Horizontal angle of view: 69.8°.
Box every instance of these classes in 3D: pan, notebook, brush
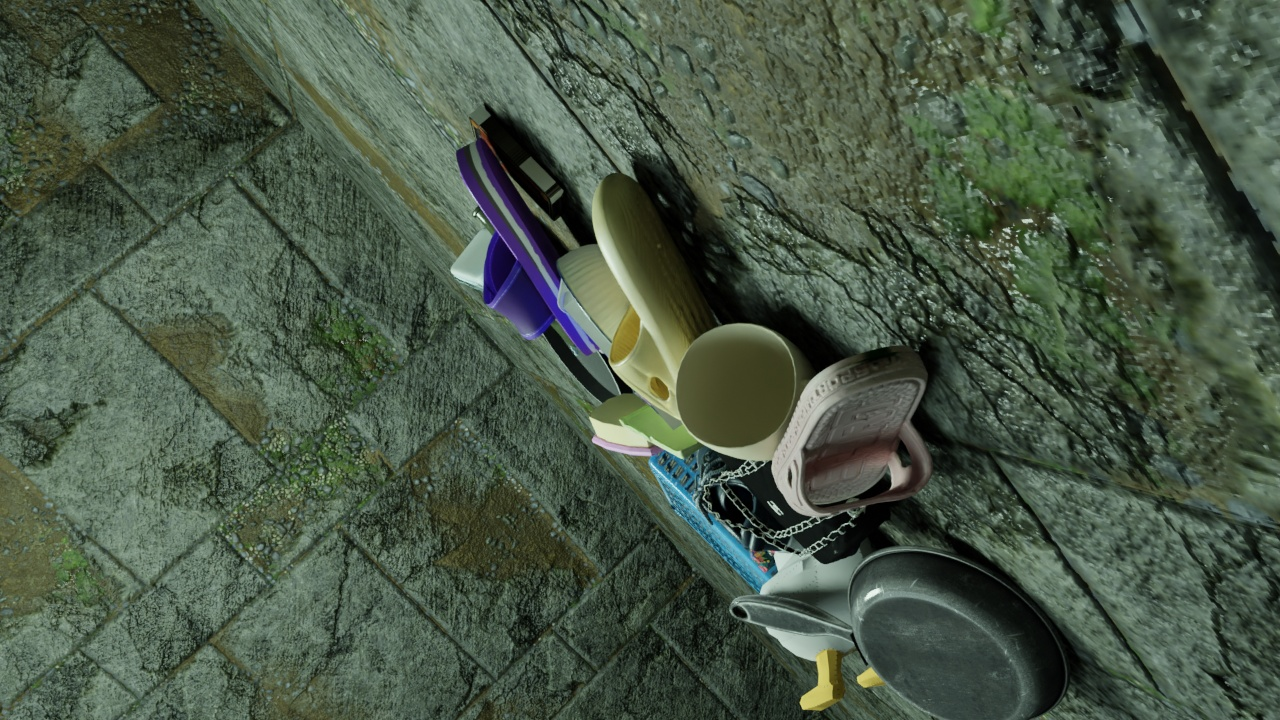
[{"bbox_3d":[0.203,0.247,0.833,0.358,0.055,0.187,-13,111,47],"label":"pan"},{"bbox_3d":[-0.022,-0.030,0.961,0.171,0.022,0.209,48,-170,-15],"label":"notebook"},{"bbox_3d":[-0.067,-0.023,1.291,0.225,0.034,0.357,56,164,-11],"label":"pan"},{"bbox_3d":[0.032,0.089,1.183,0.229,0.089,0.043,8,120,42],"label":"brush"}]

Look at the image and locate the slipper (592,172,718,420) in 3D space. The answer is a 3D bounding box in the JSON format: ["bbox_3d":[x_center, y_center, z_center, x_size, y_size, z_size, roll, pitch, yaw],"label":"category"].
[{"bbox_3d":[0.009,-0.033,0.758,0.111,0.079,0.261,-75,-35,-48],"label":"slipper"}]

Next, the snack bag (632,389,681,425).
[{"bbox_3d":[-0.006,0.006,1.003,0.074,0.018,0.155,42,-169,-40],"label":"snack bag"}]

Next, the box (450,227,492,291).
[{"bbox_3d":[-0.221,-0.149,1.313,0.216,0.122,0.083,21,129,59],"label":"box"}]

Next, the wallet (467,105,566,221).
[{"bbox_3d":[-0.124,-0.199,0.935,0.123,0.019,0.072,46,170,5],"label":"wallet"}]

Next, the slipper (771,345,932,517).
[{"bbox_3d":[0.144,0.068,0.616,0.239,0.094,0.064,78,176,-64],"label":"slipper"}]

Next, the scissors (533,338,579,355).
[{"bbox_3d":[-0.132,-0.078,1.169,0.160,0.025,0.171,43,-156,-21],"label":"scissors"}]

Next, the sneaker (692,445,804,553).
[{"bbox_3d":[0.097,0.136,0.992,0.087,0.089,0.235,4,-162,-23],"label":"sneaker"}]

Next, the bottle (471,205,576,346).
[{"bbox_3d":[-0.126,-0.113,1.127,0.207,0.071,0.071,47,170,-1],"label":"bottle"}]

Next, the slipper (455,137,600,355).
[{"bbox_3d":[-0.138,-0.102,0.969,0.267,0.084,0.107,59,-173,-40],"label":"slipper"}]

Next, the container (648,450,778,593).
[{"bbox_3d":[0.158,0.245,1.273,0.362,0.089,0.257,42,169,27],"label":"container"}]

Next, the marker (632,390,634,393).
[{"bbox_3d":[-0.002,0.057,1.403,0.133,0.023,0.027,43,-172,21],"label":"marker"}]

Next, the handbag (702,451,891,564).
[{"bbox_3d":[0.134,0.119,0.823,0.153,0.114,0.125,50,168,6],"label":"handbag"}]

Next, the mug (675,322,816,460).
[{"bbox_3d":[0.099,0.029,0.692,0.120,0.096,0.099,-1,166,27],"label":"mug"}]

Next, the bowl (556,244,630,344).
[{"bbox_3d":[-0.017,-0.064,0.848,0.118,0.062,0.118,51,-171,-12],"label":"bowl"}]

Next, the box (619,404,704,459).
[{"bbox_3d":[0.033,0.042,1.084,0.188,0.091,0.083,17,132,65],"label":"box"}]

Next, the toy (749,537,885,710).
[{"bbox_3d":[0.188,0.233,1.007,0.247,0.140,0.267,115,138,-61],"label":"toy"}]
